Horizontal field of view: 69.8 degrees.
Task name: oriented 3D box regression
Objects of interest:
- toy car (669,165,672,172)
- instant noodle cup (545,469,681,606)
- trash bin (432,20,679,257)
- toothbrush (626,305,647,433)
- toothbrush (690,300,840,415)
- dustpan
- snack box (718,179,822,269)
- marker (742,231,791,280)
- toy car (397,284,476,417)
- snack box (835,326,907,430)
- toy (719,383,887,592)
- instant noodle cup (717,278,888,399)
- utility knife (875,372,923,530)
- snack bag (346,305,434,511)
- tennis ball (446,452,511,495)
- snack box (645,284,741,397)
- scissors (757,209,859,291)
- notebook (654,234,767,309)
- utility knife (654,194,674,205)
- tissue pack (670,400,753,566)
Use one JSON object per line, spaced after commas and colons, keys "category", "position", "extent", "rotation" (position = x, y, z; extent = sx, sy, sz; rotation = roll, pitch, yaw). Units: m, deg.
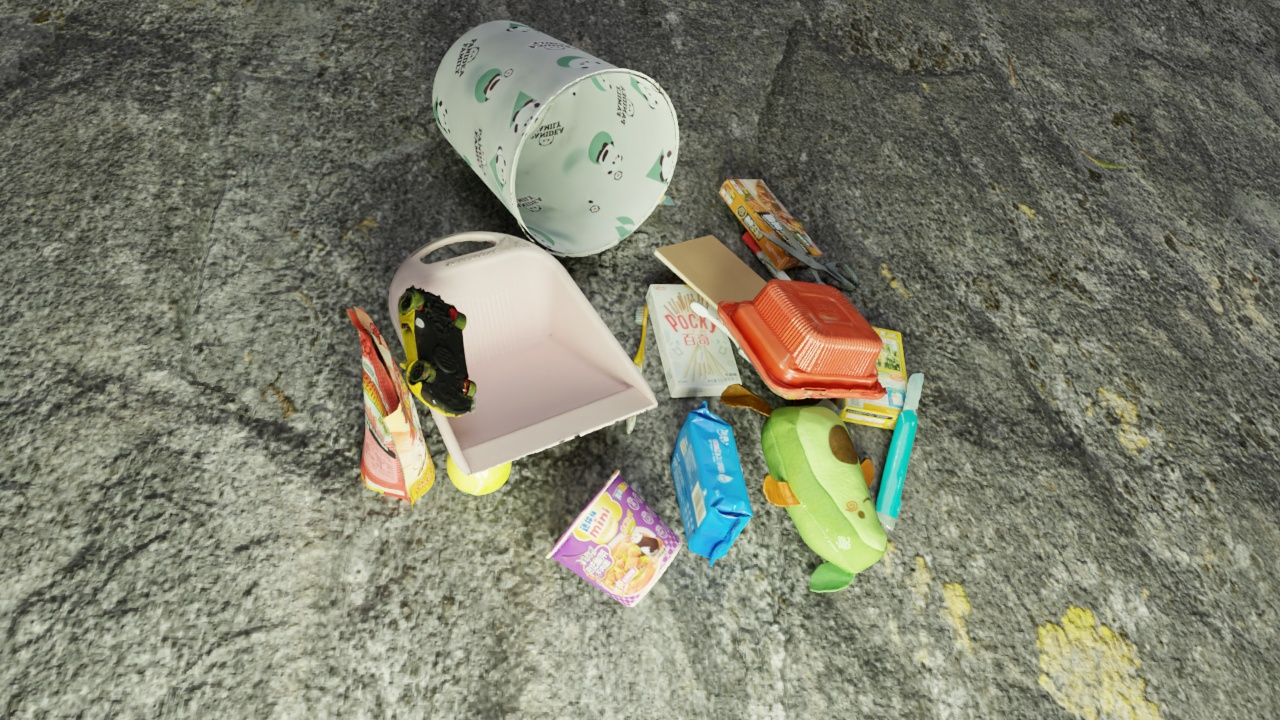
{"category": "toy car", "position": [-0.012, -0.279, 1.268], "extent": [0.122, 0.037, 0.056], "rotation": [2, 34, -20]}
{"category": "instant noodle cup", "position": [-0.021, 0.181, 0.905], "extent": [0.099, 0.112, 0.111], "rotation": [39, 54, 5]}
{"category": "trash bin", "position": [-0.117, -0.287, 1.123], "extent": [0.229, 0.230, 0.252], "rotation": [-22, 46, -28]}
{"category": "toothbrush", "position": [-0.006, 0.006, 1.089], "extent": [0.018, 0.016, 0.191], "rotation": [6, 53, 2]}
{"category": "toothbrush", "position": [0.147, 0.000, 1.105], "extent": [0.221, 0.027, 0.026], "rotation": [39, 19, 2]}
{"category": "dustpan", "position": [-0.144, -0.028, 0.966], "extent": [0.222, 0.139, 0.273], "rotation": [-21, 34, -29]}
{"category": "snack box", "position": [0.178, -0.189, 1.261], "extent": [0.075, 0.026, 0.153], "rotation": [-10, 57, -40]}
{"category": "marker", "position": [0.184, -0.118, 1.229], "extent": [0.017, 0.017, 0.145], "rotation": [-22, 63, -28]}
{"category": "toy car", "position": [-0.201, -0.008, 0.892], "extent": [0.071, 0.041, 0.155], "rotation": [26, 36, -46]}
{"category": "snack box", "position": [0.287, 0.018, 1.150], "extent": [0.087, 0.034, 0.140], "rotation": [10, 55, -8]}
{"category": "toy", "position": [0.194, 0.122, 1.003], "extent": [0.226, 0.090, 0.246], "rotation": [-3, 60, -43]}
{"category": "instant noodle cup", "position": [0.200, -0.029, 1.066], "extent": [0.188, 0.079, 0.164], "rotation": [3, 39, -35]}
{"category": "utility knife", "position": [0.308, 0.102, 1.080], "extent": [0.029, 0.013, 0.205], "rotation": [19, 67, 4]}
{"category": "snack bag", "position": [-0.239, 0.056, 0.868], "extent": [0.073, 0.208, 0.128], "rotation": [-16, 59, -19]}
{"category": "tennis ball", "position": [-0.166, 0.105, 0.941], "extent": [0.065, 0.066, 0.065], "rotation": [7, 53, -10]}
{"category": "snack box", "position": [0.063, -0.026, 1.124], "extent": [0.084, 0.027, 0.156], "rotation": [-2, 56, -17]}
{"category": "scissors", "position": [0.227, -0.124, 1.213], "extent": [0.174, 0.014, 0.159], "rotation": [-1, 70, -36]}
{"category": "notebook", "position": [0.128, -0.084, 1.163], "extent": [0.207, 0.008, 0.147], "rotation": [43, 33, 16]}
{"category": "utility knife", "position": [-0.035, -0.226, 1.221], "extent": [0.165, 0.018, 0.030], "rotation": [6, 54, 3]}
{"category": "tissue pack", "position": [0.074, 0.128, 0.973], "extent": [0.052, 0.095, 0.157], "rotation": [0, 53, -17]}
